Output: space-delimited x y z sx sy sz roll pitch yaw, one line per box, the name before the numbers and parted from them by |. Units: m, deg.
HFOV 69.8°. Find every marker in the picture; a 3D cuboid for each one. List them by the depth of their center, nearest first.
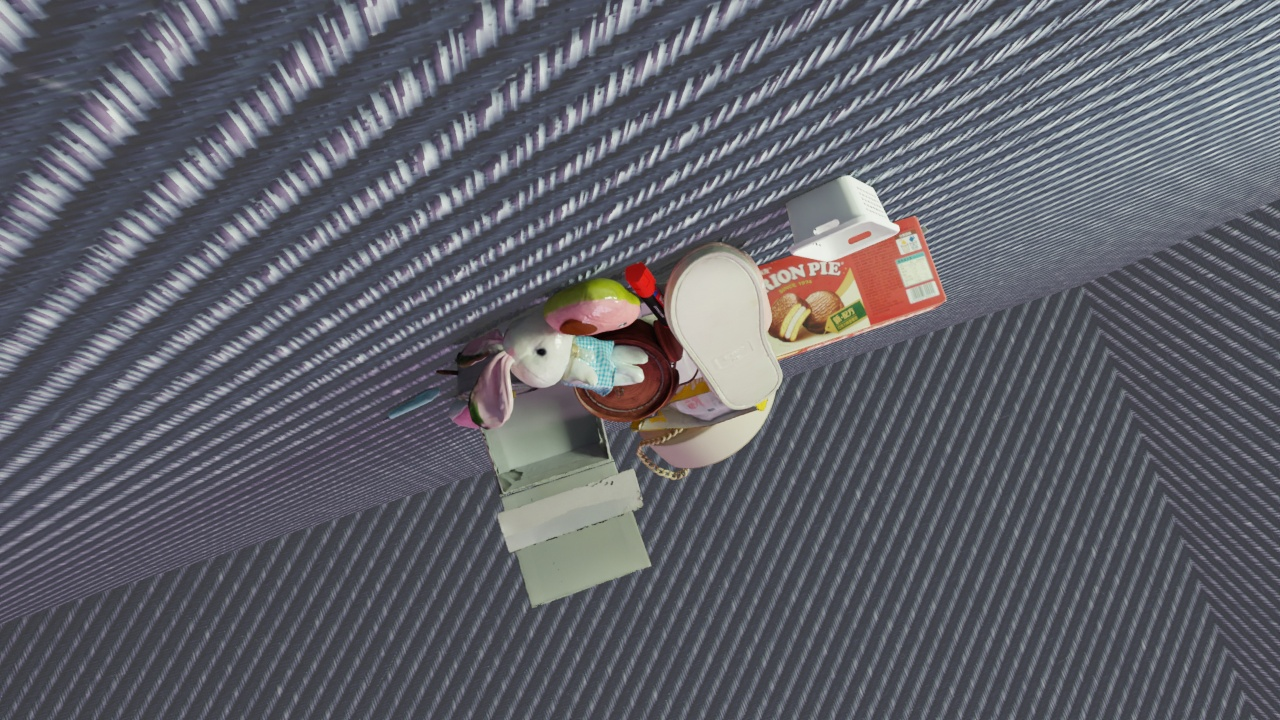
marker | 0.015 -0.066 0.964 0.023 0.021 0.145 -40 157 2

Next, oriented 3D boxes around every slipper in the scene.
slipper | 0.093 -0.038 1.019 0.114 0.054 0.274 -25 140 1

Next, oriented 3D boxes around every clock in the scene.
clock | -0.006 0.007 1.099 0.157 0.121 0.072 3 -147 -4
clock | -0.160 0.018 1.105 0.148 0.056 0.104 -12 172 15

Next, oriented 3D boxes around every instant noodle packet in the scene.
instant noodle packet | 0.080 0.011 1.279 0.084 0.162 0.222 39 142 -28

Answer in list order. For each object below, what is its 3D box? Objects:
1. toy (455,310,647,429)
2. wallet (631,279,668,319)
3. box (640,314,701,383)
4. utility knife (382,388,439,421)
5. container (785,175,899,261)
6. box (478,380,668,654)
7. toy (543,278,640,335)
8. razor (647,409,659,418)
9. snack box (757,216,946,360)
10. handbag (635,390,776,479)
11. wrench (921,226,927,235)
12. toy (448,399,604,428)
toy | -0.083 -0.002 0.975 0.205 0.131 0.106 0 134 -21
wallet | -0.021 -0.055 1.037 0.116 0.032 0.086 -15 173 -16
box | 0.015 -0.034 1.167 0.109 0.137 0.124 -19 -147 7
utility knife | -0.319 0.062 1.253 0.129 0.015 0.022 -22 -157 38
container | 0.190 -0.136 0.879 0.081 0.049 0.129 -22 171 27
box | -0.104 0.177 1.218 0.166 0.368 0.150 -18 170 -8
toy | -0.042 -0.054 0.918 0.090 0.051 0.109 -21 172 34
razor | 0.007 0.020 1.261 0.053 0.140 0.064 15 126 -18
snack box | 0.240 -0.084 1.128 0.236 0.113 0.060 -18 173 0
handbag | 0.102 0.063 1.366 0.211 0.103 0.208 -14 -139 45
wrench | 0.299 -0.100 1.279 0.083 0.018 0.274 -25 165 -44
toy | -0.141 0.074 1.334 0.265 0.128 0.187 -10 174 -16
